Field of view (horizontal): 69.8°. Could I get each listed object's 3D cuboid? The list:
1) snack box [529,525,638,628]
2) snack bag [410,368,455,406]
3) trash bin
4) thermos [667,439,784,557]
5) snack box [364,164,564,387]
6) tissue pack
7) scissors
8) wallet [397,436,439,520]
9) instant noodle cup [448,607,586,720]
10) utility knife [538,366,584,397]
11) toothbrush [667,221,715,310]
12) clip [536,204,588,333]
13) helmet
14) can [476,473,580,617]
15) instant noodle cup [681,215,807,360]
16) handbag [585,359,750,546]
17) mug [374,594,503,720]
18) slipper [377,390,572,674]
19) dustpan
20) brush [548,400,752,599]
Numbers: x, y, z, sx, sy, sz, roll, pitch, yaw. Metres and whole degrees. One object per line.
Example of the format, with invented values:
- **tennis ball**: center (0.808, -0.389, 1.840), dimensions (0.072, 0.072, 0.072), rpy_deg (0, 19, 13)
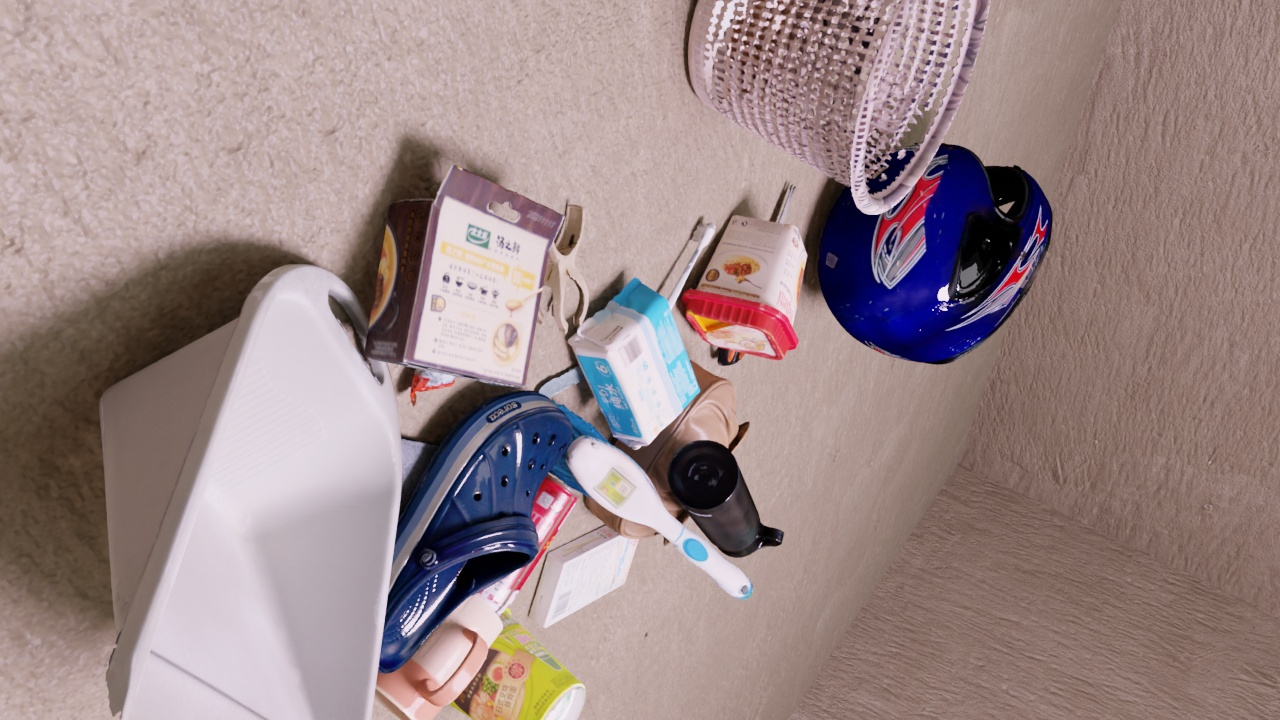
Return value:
- **snack box**: center (-0.059, 0.236, 1.037), dimensions (0.156, 0.027, 0.085), rpy_deg (-13, 125, -57)
- **snack bag**: center (-0.144, -0.017, 0.654), dimensions (0.045, 0.026, 0.105), rpy_deg (-17, 127, -49)
- **trash bin**: center (0.156, -0.262, 0.775), dimensions (0.226, 0.192, 0.228), rpy_deg (-41, 147, -36)
- **thermos**: center (0.097, 0.153, 0.957), dimensions (0.242, 0.090, 0.068), rpy_deg (57, 43, -63)
- **snack box**: center (-0.114, -0.052, 0.610), dimensions (0.113, 0.053, 0.125), rpy_deg (16, 81, -55)
- **tissue pack**: center (-0.005, 0.005, 0.852), dimensions (0.089, 0.063, 0.140), rpy_deg (-44, 125, -33)
- **scissors**: center (0.145, -0.100, 1.105), dimensions (0.235, 0.022, 0.139), rpy_deg (-64, 161, -6)
- **wallet**: center (-0.192, 0.115, 0.703), dimensions (0.121, 0.019, 0.097), rpy_deg (-63, 156, -1)
- **instant noodle cup**: center (-0.122, 0.315, 0.889), dimensions (0.111, 0.123, 0.112), rpy_deg (-41, 146, -36)
- **utility knife**: center (-0.028, -0.002, 0.889), dimensions (0.218, 0.013, 0.029), rpy_deg (-29, 134, -47)
- **toothbrush**: center (0.028, -0.061, 0.917), dimensions (0.016, 0.016, 0.180), rpy_deg (38, 77, -50)
- **clip**: center (-0.065, -0.073, 0.738), dimensions (0.074, 0.035, 0.101), rpy_deg (-29, 133, -47)
- **helmet**: center (0.368, -0.162, 1.189), dimensions (0.240, 0.247, 0.315), rpy_deg (39, 81, -28)
- **can**: center (-0.114, 0.167, 0.846), dimensions (0.132, 0.053, 0.053), rpy_deg (-57, 153, -12)
- **instant noodle cup**: center (0.120, -0.080, 0.985), dimensions (0.124, 0.117, 0.116), rpy_deg (-70, 155, -14)
- **handbag**: center (0.038, 0.109, 1.010), dimensions (0.204, 0.100, 0.148), rpy_deg (-55, 147, -6)
- **mug**: center (-0.169, 0.241, 0.757), dimensions (0.105, 0.115, 0.081), rpy_deg (-50, 117, -29)
- **slipper**: center (-0.130, 0.134, 0.716), dimensions (0.252, 0.095, 0.105), rpy_deg (-55, 159, -18)
- **dustpan**: center (-0.178, 0.079, 0.504), dimensions (0.142, 0.257, 0.223), rpy_deg (-29, 144, -11)
- **brush**: center (0.008, 0.148, 0.895), dimensions (0.060, 0.109, 0.314), rpy_deg (-51, 135, -9)
